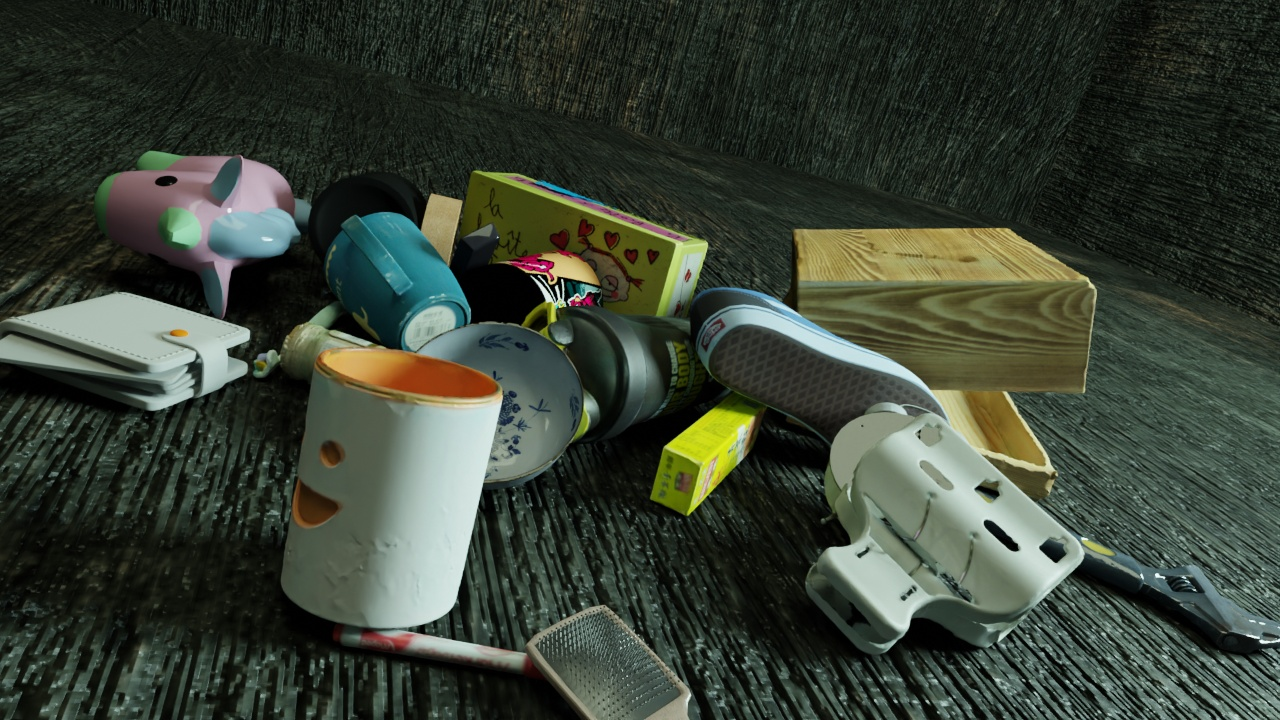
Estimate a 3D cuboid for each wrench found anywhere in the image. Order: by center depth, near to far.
[{"bbox_3d":[0.313,0.137,0.659,0.273,0.022,0.073,23,28,18],"label":"wrench"}]

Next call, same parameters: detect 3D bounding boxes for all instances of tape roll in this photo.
[{"bbox_3d":[-0.183,-0.100,0.824,0.027,0.094,0.094,12,20,-11],"label":"tape roll"}]

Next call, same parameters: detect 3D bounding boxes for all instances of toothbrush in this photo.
[{"bbox_3d":[-0.245,-0.019,0.671,0.015,0.022,0.154,39,15,-11],"label":"toothbrush"}]

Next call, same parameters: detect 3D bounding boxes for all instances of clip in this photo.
[{"bbox_3d":[0.161,0.117,0.538,0.152,0.101,0.126,-35,60,-19],"label":"clip"}]

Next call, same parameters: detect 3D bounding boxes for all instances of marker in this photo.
[{"bbox_3d":[-0.063,0.131,0.403,0.142,0.013,0.012,13,20,-8],"label":"marker"}]

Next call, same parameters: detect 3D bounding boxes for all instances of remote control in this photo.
[{"bbox_3d":[-0.143,-0.070,0.752,0.032,0.137,0.015,-33,84,-29],"label":"remote control"}]

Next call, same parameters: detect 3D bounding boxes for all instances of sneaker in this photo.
[{"bbox_3d":[0.139,0.007,0.706,0.241,0.084,0.098,27,23,-25],"label":"sneaker"}]

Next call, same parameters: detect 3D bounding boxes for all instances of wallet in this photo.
[{"bbox_3d":[-0.314,-0.005,0.549,0.118,0.037,0.115,16,19,12],"label":"wallet"}]

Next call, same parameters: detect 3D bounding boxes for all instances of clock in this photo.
[{"bbox_3d":[0.179,0.076,0.632,0.094,0.035,0.122,25,51,18],"label":"clock"}]

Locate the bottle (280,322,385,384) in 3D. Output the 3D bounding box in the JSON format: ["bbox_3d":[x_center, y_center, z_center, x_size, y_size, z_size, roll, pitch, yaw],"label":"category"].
[{"bbox_3d":[-0.181,0.009,0.606,0.111,0.043,0.043,18,20,9],"label":"bottle"}]

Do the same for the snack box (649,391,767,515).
[{"bbox_3d":[0.051,0.061,0.641,0.029,0.040,0.147,22,21,18],"label":"snack box"}]

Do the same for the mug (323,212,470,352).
[{"bbox_3d":[-0.187,-0.060,0.696,0.084,0.112,0.104,-38,58,-11],"label":"mug"}]

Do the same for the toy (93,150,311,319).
[{"bbox_3d":[-0.332,-0.117,0.748,0.171,0.120,0.221,19,14,21],"label":"toy"}]

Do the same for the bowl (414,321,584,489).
[{"bbox_3d":[-0.093,0.035,0.563,0.114,0.045,0.114,4,54,-6],"label":"bowl"}]

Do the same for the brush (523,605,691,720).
[{"bbox_3d":[0.011,0.150,0.378,0.049,0.015,0.136,-15,42,-44],"label":"brush"}]

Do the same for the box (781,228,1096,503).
[{"bbox_3d":[0.244,-0.016,0.863,0.251,0.192,0.278,3,18,8],"label":"box"}]

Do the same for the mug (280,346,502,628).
[{"bbox_3d":[-0.113,0.055,0.416,0.082,0.105,0.082,13,9,-2],"label":"mug"}]

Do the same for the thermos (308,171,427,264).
[{"bbox_3d":[-0.243,-0.130,0.848,0.086,0.086,0.198,12,11,-11],"label":"thermos"}]

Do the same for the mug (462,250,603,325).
[{"bbox_3d":[-0.105,-0.044,0.771,0.118,0.082,0.098,-6,10,25],"label":"mug"}]

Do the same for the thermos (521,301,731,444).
[{"bbox_3d":[-0.004,0.004,0.685,0.098,0.098,0.220,27,18,29],"label":"thermos"}]

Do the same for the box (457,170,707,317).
[{"bbox_3d":[-0.062,-0.087,0.843,0.221,0.124,0.079,24,19,20],"label":"box"}]
